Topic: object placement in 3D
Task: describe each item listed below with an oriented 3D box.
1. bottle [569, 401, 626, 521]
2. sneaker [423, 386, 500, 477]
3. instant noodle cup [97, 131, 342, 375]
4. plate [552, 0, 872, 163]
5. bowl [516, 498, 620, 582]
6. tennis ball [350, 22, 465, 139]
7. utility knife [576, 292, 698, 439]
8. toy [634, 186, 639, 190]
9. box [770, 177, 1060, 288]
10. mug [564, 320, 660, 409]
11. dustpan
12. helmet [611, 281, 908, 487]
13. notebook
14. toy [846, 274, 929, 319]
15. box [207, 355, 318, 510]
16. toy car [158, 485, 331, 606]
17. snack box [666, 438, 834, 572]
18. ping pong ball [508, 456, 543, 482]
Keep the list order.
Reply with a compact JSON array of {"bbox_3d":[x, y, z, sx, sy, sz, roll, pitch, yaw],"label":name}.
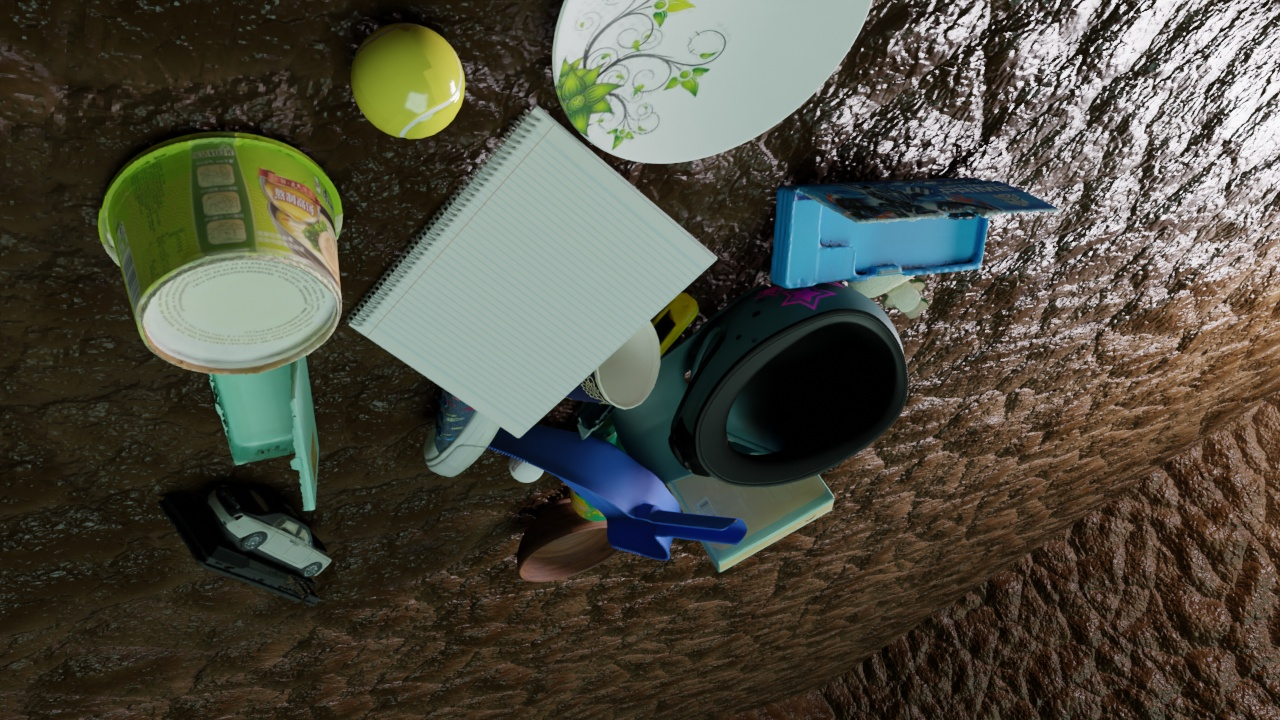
[{"bbox_3d":[-0.048,0.112,1.040,0.068,0.068,0.210,-16,149,-13],"label":"bottle"},{"bbox_3d":[-0.150,0.014,0.821,0.079,0.087,0.236,25,127,-20],"label":"sneaker"},{"bbox_3d":[-0.258,-0.061,0.584,0.146,0.097,0.146,-18,150,-11],"label":"instant noodle cup"},{"bbox_3d":[0.047,-0.227,0.606,0.229,0.030,0.230,-18,150,-11],"label":"plate"},{"bbox_3d":[-0.095,0.219,1.177,0.147,0.068,0.147,-18,150,-11],"label":"bowl"},{"bbox_3d":[-0.136,-0.164,0.540,0.065,0.065,0.065,-18,150,-11],"label":"tennis ball"},{"bbox_3d":[-0.005,0.005,0.873,0.172,0.029,0.020,-51,157,-7],"label":"utility knife"},{"bbox_3d":[-0.046,-0.097,0.731,0.095,0.041,0.109,-4,142,-7],"label":"toy"},{"bbox_3d":[0.250,-0.113,0.830,0.243,0.115,0.094,-8,112,-27],"label":"box"},{"bbox_3d":[-0.040,-0.016,0.833,0.089,0.111,0.085,5,164,40],"label":"mug"},{"bbox_3d":[-0.007,0.137,0.906,0.258,0.059,0.245,-2,146,37],"label":"dustpan"},{"bbox_3d":[0.116,0.028,0.903,0.274,0.176,0.200,-28,-168,-9],"label":"helmet"},{"bbox_3d":[-0.091,-0.054,0.712,0.178,0.013,0.246,37,120,-21],"label":"notebook"},{"bbox_3d":[0.255,-0.094,0.942,0.087,0.050,0.112,-33,127,14],"label":"toy"},{"bbox_3d":[-0.299,0.054,0.744,0.077,0.093,0.189,-12,148,-23],"label":"box"},{"bbox_3d":[-0.371,0.174,0.909,0.071,0.094,0.192,-43,151,-10],"label":"toy car"},{"bbox_3d":[0.099,0.112,1.006,0.141,0.193,0.044,-27,151,-9],"label":"snack box"},{"bbox_3d":[-0.126,0.115,1.017,0.040,0.040,0.040,-18,150,-11],"label":"ping pong ball"}]
